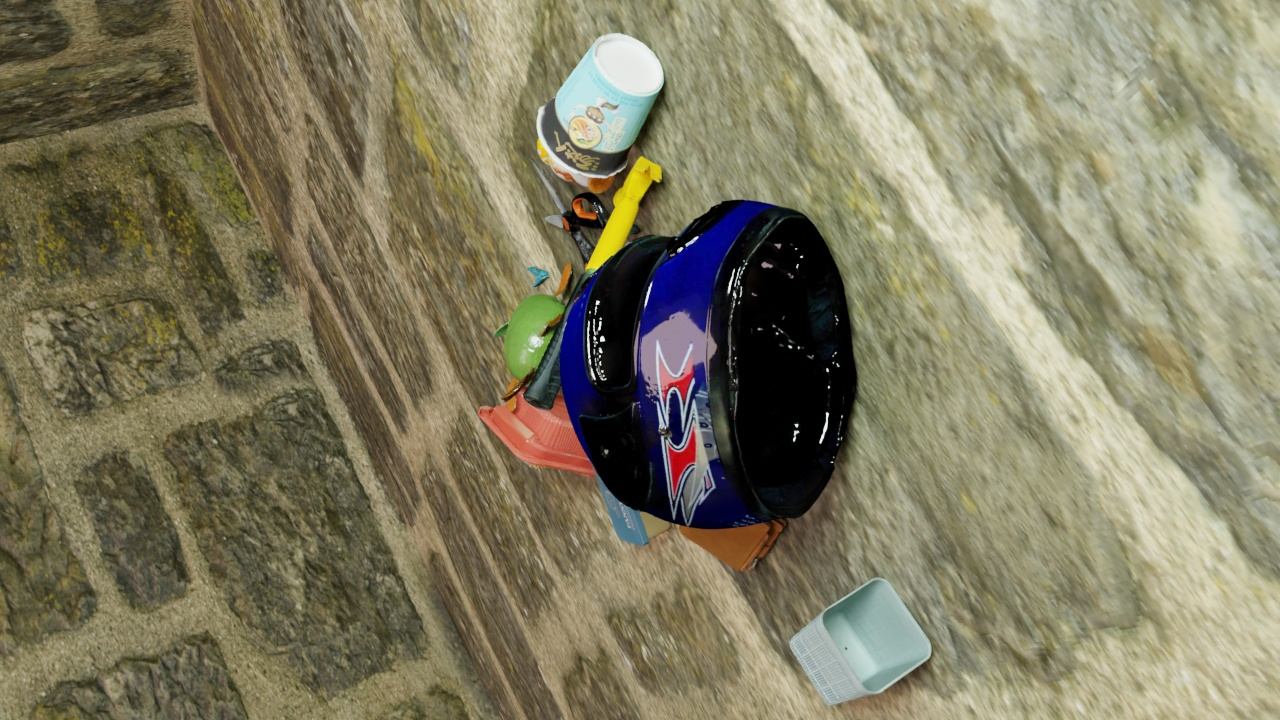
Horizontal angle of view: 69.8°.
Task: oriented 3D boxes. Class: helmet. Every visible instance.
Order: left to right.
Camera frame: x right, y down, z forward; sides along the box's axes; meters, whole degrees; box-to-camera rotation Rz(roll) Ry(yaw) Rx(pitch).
[{"bbox_3d":[0.044,0.001,0.834,0.241,0.246,0.316,13,132,36],"label":"helmet"}]

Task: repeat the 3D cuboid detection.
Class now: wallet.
[{"bbox_3d":[0.105,0.196,1.086,0.108,0.031,0.132,32,146,11],"label":"wallet"}]

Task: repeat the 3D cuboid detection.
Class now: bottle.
[{"bbox_3d":[-0.073,-0.237,1.073,0.108,0.063,0.063,47,147,35],"label":"bottle"}]

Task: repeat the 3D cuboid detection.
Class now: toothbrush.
[{"bbox_3d":[-0.054,-0.168,1.144,0.189,0.017,0.014,20,134,56],"label":"toothbrush"}]

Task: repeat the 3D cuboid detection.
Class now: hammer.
[{"bbox_3d":[-0.047,-0.086,0.948,0.033,0.300,0.129,26,158,-8],"label":"hammer"}]

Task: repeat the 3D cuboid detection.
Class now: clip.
[{"bbox_3d":[-0.150,-0.124,1.350,0.054,0.013,0.034,-4,108,61],"label":"clip"}]

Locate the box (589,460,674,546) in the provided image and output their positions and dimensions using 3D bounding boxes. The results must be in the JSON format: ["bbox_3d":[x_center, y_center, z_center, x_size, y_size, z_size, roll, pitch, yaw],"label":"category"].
[{"bbox_3d":[-0.015,0.174,1.286,0.090,0.061,0.184,-8,102,63],"label":"box"}]

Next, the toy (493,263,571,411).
[{"bbox_3d":[-0.143,-0.030,1.274,0.227,0.090,0.246,-62,15,9],"label":"toy"}]

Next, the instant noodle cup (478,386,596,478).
[{"bbox_3d":[-0.130,0.102,1.350,0.164,0.188,0.079,35,103,44],"label":"instant noodle cup"}]

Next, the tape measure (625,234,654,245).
[{"bbox_3d":[0.009,-0.110,1.056,0.066,0.033,0.066,36,138,45],"label":"tape measure"}]

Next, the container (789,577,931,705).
[{"bbox_3d":[0.216,0.291,0.932,0.090,0.089,0.112,57,154,19],"label":"container"}]

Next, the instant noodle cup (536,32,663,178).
[{"bbox_3d":[-0.037,-0.268,0.949,0.111,0.111,0.121,61,145,12],"label":"instant noodle cup"}]

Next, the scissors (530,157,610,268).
[{"bbox_3d":[-0.075,-0.165,1.158,0.221,0.021,0.235,64,163,-10],"label":"scissors"}]
